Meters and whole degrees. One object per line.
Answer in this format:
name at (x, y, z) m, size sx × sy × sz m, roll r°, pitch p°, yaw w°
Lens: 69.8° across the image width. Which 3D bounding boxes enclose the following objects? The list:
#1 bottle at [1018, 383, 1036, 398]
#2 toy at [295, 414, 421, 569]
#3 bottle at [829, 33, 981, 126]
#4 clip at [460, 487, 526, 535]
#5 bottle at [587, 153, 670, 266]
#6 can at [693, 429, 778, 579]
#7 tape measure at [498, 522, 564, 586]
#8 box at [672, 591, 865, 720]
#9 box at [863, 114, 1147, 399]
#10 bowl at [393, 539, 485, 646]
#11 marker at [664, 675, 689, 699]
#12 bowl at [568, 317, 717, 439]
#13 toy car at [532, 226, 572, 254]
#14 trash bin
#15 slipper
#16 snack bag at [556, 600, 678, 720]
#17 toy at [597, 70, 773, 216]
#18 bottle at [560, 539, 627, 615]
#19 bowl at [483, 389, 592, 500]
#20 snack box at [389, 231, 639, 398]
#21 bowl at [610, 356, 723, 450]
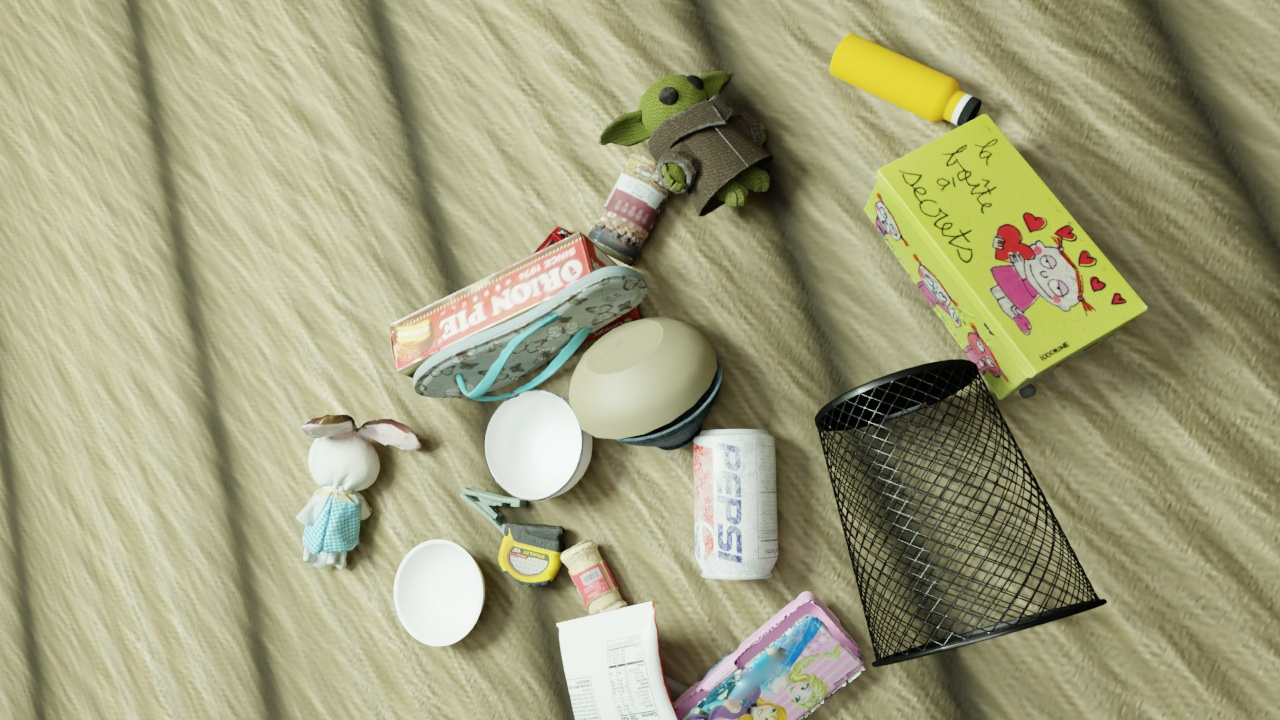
bottle at (0.317, -0.015, 0.826) m, size 0.030 × 0.030 × 0.113 m, roll -34°, pitch 72°, yaw 14°
toy at (-0.336, 0.143, 1.042) m, size 0.105 × 0.131 × 0.205 m, roll 42°, pitch 119°, yaw 59°
bottle at (0.254, -0.265, 0.877) m, size 0.144 × 0.043 × 0.043 m, roll 34°, pitch 95°, yaw 22°
clip at (-0.163, 0.157, 0.995) m, size 0.076 × 0.023 × 0.059 m, roll 23°, pitch 90°, yaw 20°
bottle at (-0.009, -0.157, 0.958) m, size 0.056 × 0.056 × 0.105 m, roll 29°, pitch 94°, yaw 22°
can at (0.090, 0.135, 0.868) m, size 0.078 × 0.078 × 0.136 m, roll -3°, pitch 82°, yaw 21°
tape measure at (-0.113, 0.203, 0.958) m, size 0.065 × 0.037 × 0.064 m, roll 4°, pitch 83°, yaw 4°
box at (0.098, 0.319, 0.847) m, size 0.230 × 0.053 × 0.084 m, roll -43°, pitch 86°, yaw 11°
box at (0.305, -0.092, 0.794) m, size 0.124 × 0.081 × 0.221 m, roll -26°, pitch 74°, yaw -10°
bowl at (-0.207, 0.248, 0.989) m, size 0.110 × 0.040 × 0.110 m, roll -3°, pitch 82°, yaw 21°
marker at (-0.011, 0.306, 0.918) m, size 0.141 × 0.016 × 0.016 m, roll 19°, pitch 90°, yaw 22°
bowl at (-0.005, 0.005, 0.889) m, size 0.152 × 0.050 × 0.152 m, roll -20°, pitch 32°, yaw 13°
toy car at (-0.103, -0.102, 1.001) m, size 0.042 × 0.036 × 0.091 m, roll 44°, pitch 105°, yaw 20°
trash bin at (0.247, 0.123, 0.762) m, size 0.184 × 0.184 × 0.210 m, roll -22°, pitch 70°, yaw 17°
slipper at (-0.105, -0.007, 0.907) m, size 0.269 × 0.098 × 0.054 m, roll -27°, pitch 63°, yaw 20°
snack bag at (-0.021, 0.309, 0.863) m, size 0.131 × 0.039 × 0.144 m, roll -24°, pitch 74°, yaw 36°
toy at (0.062, -0.217, 0.909) m, size 0.179 × 0.078 × 0.152 m, roll -34°, pitch 82°, yaw -29°
bottle at (-0.041, 0.235, 0.925) m, size 0.044 × 0.044 × 0.109 m, roll -33°, pitch 72°, yaw 14°
bowl at (-0.099, 0.089, 0.956) m, size 0.114 × 0.063 × 0.113 m, roll -3°, pitch 81°, yaw 21°
snack box at (-0.131, -0.041, 0.955) m, size 0.237 × 0.113 × 0.060 m, roll -23°, pitch 65°, yaw 17°
bowl at (0.027, 0.050, 0.905) m, size 0.137 × 0.057 × 0.136 m, roll -20°, pitch 32°, yaw 13°
